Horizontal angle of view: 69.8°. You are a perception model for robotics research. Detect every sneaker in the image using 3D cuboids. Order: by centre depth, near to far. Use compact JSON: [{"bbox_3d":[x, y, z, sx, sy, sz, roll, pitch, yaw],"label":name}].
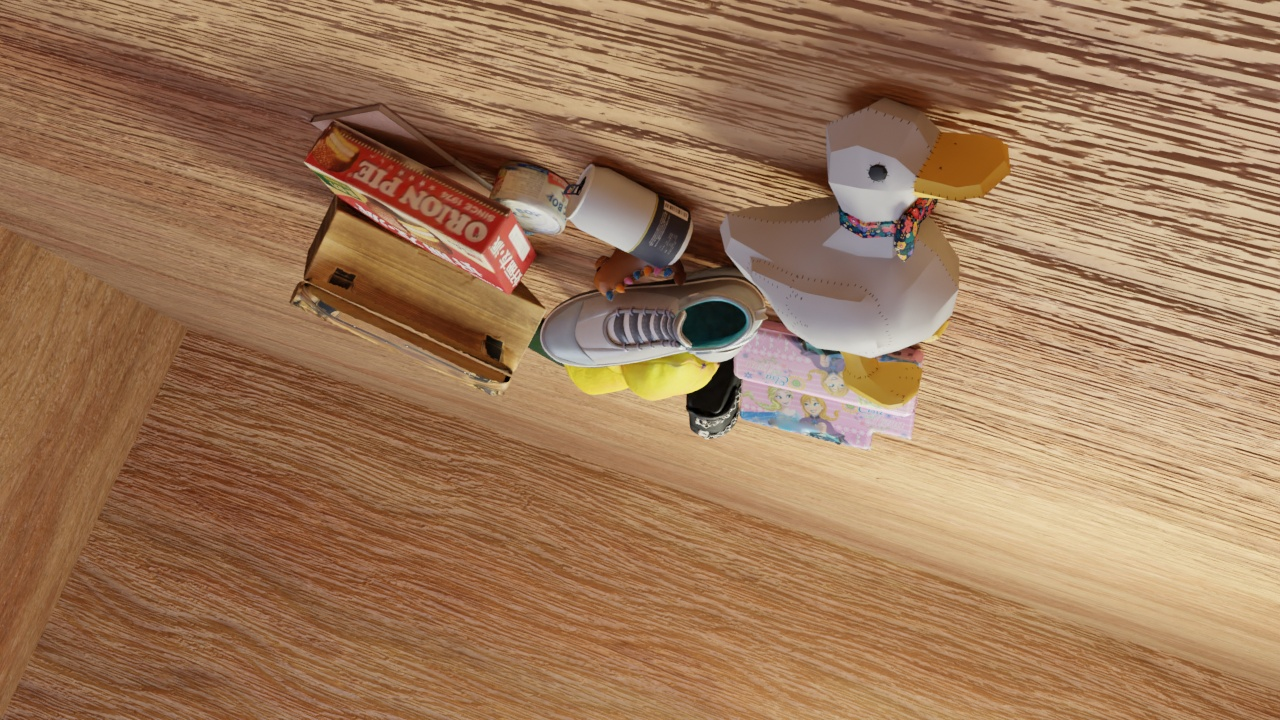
[{"bbox_3d":[0.005,-0.034,0.973,0.257,0.093,0.160,-9,-171,9],"label":"sneaker"}]

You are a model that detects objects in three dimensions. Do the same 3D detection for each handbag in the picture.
[{"bbox_3d":[0.124,0.050,1.322,0.115,0.125,0.154,17,166,8],"label":"handbag"}]

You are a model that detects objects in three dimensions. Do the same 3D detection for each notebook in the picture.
[{"bbox_3d":[-0.249,-0.218,1.034,0.142,0.008,0.209,7,162,43],"label":"notebook"}]

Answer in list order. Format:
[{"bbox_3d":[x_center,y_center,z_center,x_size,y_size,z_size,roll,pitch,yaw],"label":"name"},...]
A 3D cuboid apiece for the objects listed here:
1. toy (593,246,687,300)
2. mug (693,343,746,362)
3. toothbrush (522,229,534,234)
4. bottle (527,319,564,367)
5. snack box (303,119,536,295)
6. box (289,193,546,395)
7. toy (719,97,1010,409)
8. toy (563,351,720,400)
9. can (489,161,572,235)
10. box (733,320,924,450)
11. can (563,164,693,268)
[{"bbox_3d":[-0.001,-0.093,0.973,0.103,0.090,0.070,50,178,39],"label":"toy"},{"bbox_3d":[0.078,-0.038,1.090,0.113,0.084,0.070,-18,170,-5],"label":"mug"},{"bbox_3d":[-0.213,-0.172,1.083,0.223,0.026,0.027,13,-166,28],"label":"toothbrush"},{"bbox_3d":[-0.181,-0.048,1.514,0.174,0.055,0.055,30,163,-32],"label":"bottle"},{"bbox_3d":[-0.234,-0.164,0.987,0.236,0.060,0.113,29,169,14],"label":"snack box"},{"bbox_3d":[-0.292,-0.073,1.179,0.279,0.176,0.247,27,-176,-23],"label":"box"},{"bbox_3d":[0.170,-0.087,0.718,0.247,0.140,0.268,11,147,36],"label":"toy"},{"bbox_3d":[-0.007,0.007,1.189,0.194,0.087,0.134,5,-178,28],"label":"toy"},{"bbox_3d":[-0.115,-0.169,0.966,0.086,0.043,0.086,17,167,4],"label":"can"},{"bbox_3d":[0.225,0.039,1.138,0.231,0.035,0.160,13,125,24],"label":"box"},{"bbox_3d":[-0.016,-0.142,0.889,0.127,0.064,0.064,24,166,-19],"label":"can"}]
